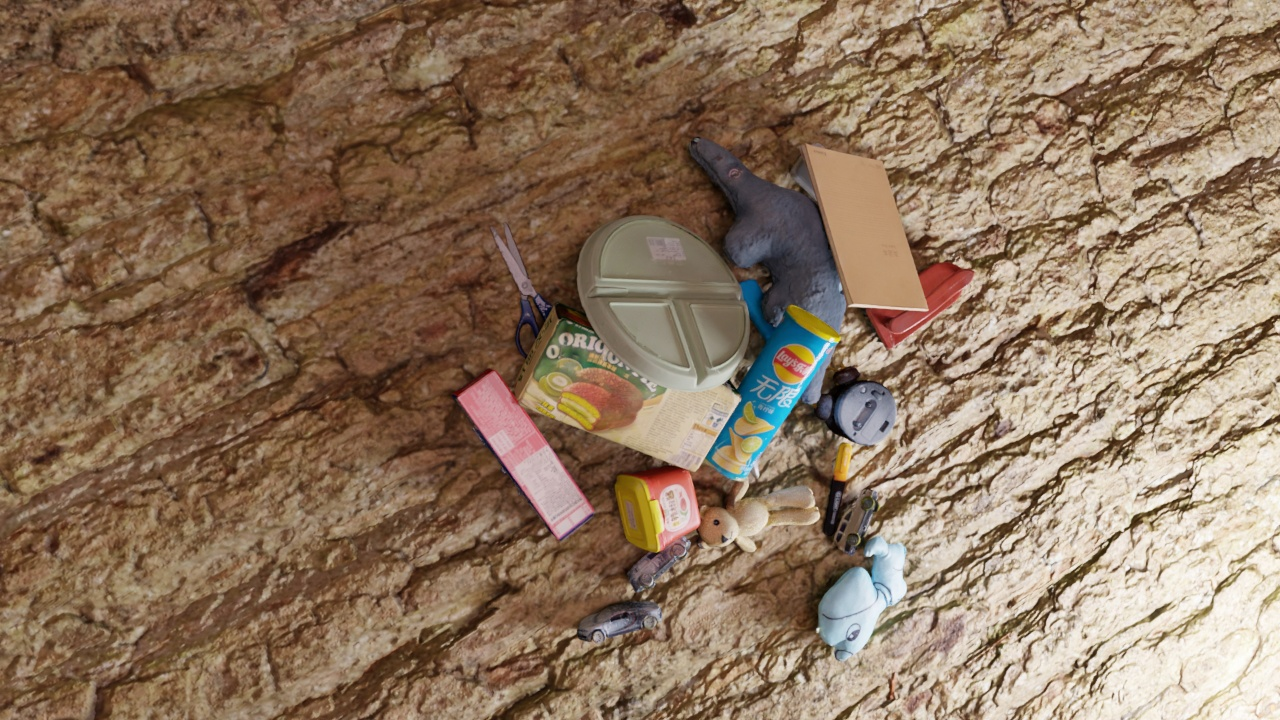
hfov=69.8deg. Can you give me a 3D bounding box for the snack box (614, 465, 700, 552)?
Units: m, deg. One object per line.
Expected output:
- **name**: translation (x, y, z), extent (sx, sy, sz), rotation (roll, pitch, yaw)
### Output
- **snack box**: translation (0.021, 0.172, 1.097), extent (0.080, 0.082, 0.091), rotation (-17, 98, -28)

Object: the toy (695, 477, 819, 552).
- **toy**: translation (0.144, 0.195, 1.136), extent (0.157, 0.066, 0.105), rotation (-11, 113, -8)

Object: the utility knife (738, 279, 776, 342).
- **utility knife**: translation (0.167, -0.034, 1.156), extent (0.034, 0.018, 0.161), rotation (-39, 104, -25)

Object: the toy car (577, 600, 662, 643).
- **toy car**: translation (-0.026, 0.311, 1.102), extent (0.105, 0.049, 0.031), rotation (-12, 92, -16)

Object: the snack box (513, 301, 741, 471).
- **snack box**: translation (-0.015, 0.034, 1.056), extent (0.240, 0.063, 0.115), rotation (22, 108, -20)

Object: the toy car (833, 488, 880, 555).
- **toy car**: translation (0.281, 0.207, 1.188), extent (0.035, 0.042, 0.090), rotation (24, 87, 28)

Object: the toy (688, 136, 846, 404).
- **toy**: translation (0.177, -0.127, 1.118), extent (0.138, 0.091, 0.356), rotation (-29, 99, -4)

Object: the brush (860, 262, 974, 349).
- **brush**: translation (0.362, -0.077, 1.183), extent (0.145, 0.069, 0.063), rotation (-33, 102, -12)

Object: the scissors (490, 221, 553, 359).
- **scissors**: translation (-0.122, -0.083, 1.074), extent (0.126, 0.012, 0.173), rotation (4, 91, -14)

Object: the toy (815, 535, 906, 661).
- **toy**: translation (0.285, 0.309, 1.190), extent (0.156, 0.050, 0.161), rotation (-7, 102, -26)

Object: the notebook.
- **notebook**: translation (0.275, -0.161, 1.121), extent (0.149, 0.012, 0.211), rotation (0, 70, -37)

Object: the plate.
- **plate**: translation (0.034, -0.072, 1.048), extent (0.230, 0.028, 0.229), rotation (18, 55, -27)

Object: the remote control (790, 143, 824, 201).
- **remote control**: translation (0.252, -0.215, 1.169), extent (0.136, 0.020, 0.056), rotation (39, 83, -15)

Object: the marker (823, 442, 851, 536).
- **marker**: translation (0.256, 0.168, 1.194), extent (0.018, 0.015, 0.124), rotation (11, 92, -12)

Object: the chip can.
- **chip can**: translation (0.150, 0.040, 1.089), extent (0.071, 0.071, 0.210), rotation (26, 109, -16)

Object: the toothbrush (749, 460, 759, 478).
- **toothbrush**: translation (0.124, 0.059, 1.150), extent (0.017, 0.016, 0.187), rotation (-20, 98, -24)

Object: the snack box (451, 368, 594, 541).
- **snack box**: translation (-0.135, 0.109, 1.057), extent (0.058, 0.057, 0.207), rotation (-36, 101, -14)

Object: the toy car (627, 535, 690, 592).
- **toy car**: translation (0.023, 0.246, 1.118), extent (0.090, 0.043, 0.034), rotation (-40, 69, -6)

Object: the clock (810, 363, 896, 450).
- **clock**: translation (0.269, 0.057, 1.171), extent (0.122, 0.055, 0.082), rotation (39, 83, -13)
